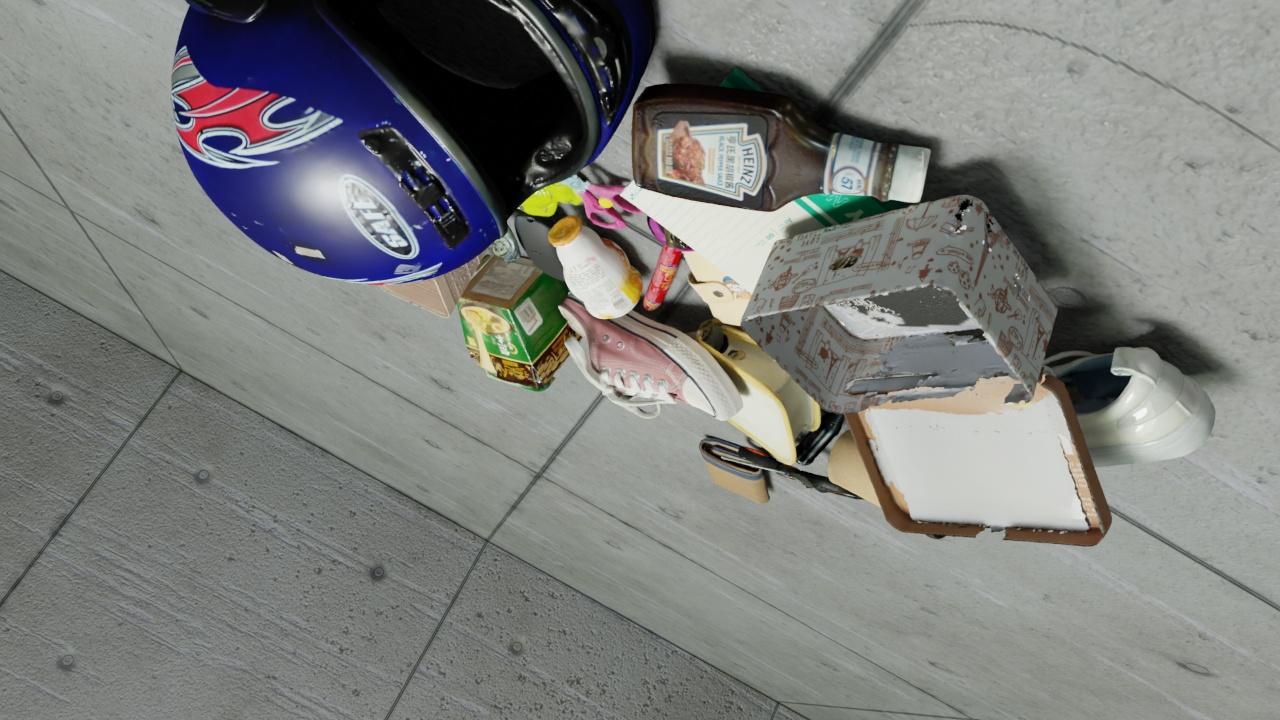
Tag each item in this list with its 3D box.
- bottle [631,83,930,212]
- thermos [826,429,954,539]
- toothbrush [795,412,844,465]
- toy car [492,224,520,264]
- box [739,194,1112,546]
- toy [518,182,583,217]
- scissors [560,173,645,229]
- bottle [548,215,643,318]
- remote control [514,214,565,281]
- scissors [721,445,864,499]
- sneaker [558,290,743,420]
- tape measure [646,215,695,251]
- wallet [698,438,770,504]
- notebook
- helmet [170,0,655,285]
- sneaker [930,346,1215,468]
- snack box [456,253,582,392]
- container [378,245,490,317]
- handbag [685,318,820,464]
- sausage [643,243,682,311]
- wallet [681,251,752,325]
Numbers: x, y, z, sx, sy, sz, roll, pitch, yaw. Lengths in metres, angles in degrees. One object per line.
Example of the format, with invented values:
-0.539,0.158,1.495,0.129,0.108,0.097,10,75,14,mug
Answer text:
0.091,-0.137,0.615,0.195,0.043,0.080,12,132,14,bottle
0.268,0.121,0.936,0.143,0.093,0.093,18,156,42,thermos
0.202,0.070,0.975,0.027,0.026,0.213,38,158,9,toothbrush
-0.149,-0.147,0.872,0.121,0.037,0.054,58,-179,-28,toy car
0.210,0.022,0.661,0.259,0.110,0.179,43,151,-28,box
-0.093,-0.160,0.822,0.100,0.031,0.097,11,153,26,toy
-0.058,-0.146,0.783,0.137,0.017,0.073,20,152,-28,scissors
-0.044,-0.089,0.872,0.063,0.063,0.108,8,150,40,bottle
-0.091,-0.104,0.915,0.053,0.024,0.136,21,168,19,remote control
0.175,0.131,1.047,0.220,0.021,0.235,16,-179,-16,scissors
-0.006,0.005,0.926,0.241,0.087,0.118,33,163,33,sneaker
0.034,-0.117,0.757,0.057,0.039,0.058,15,154,29,tape measure
0.127,0.148,1.216,0.090,0.033,0.115,21,157,24,wallet
0.107,-0.106,0.689,0.209,0.012,0.151,35,141,-14,notebook
-0.168,-0.170,0.623,0.316,0.239,0.247,11,153,34,helmet
0.302,0.038,0.716,0.090,0.089,0.243,38,155,-17,sneaker
-0.133,-0.050,1.008,0.118,0.118,0.106,14,143,31,snack box
-0.210,-0.121,0.931,0.090,0.110,0.090,23,157,12,container
0.101,0.014,0.949,0.179,0.063,0.163,33,162,29,handbag
0.022,-0.081,0.873,0.020,0.020,0.156,28,157,2,sausage
0.084,-0.067,0.819,0.087,0.024,0.115,8,151,31,wallet
